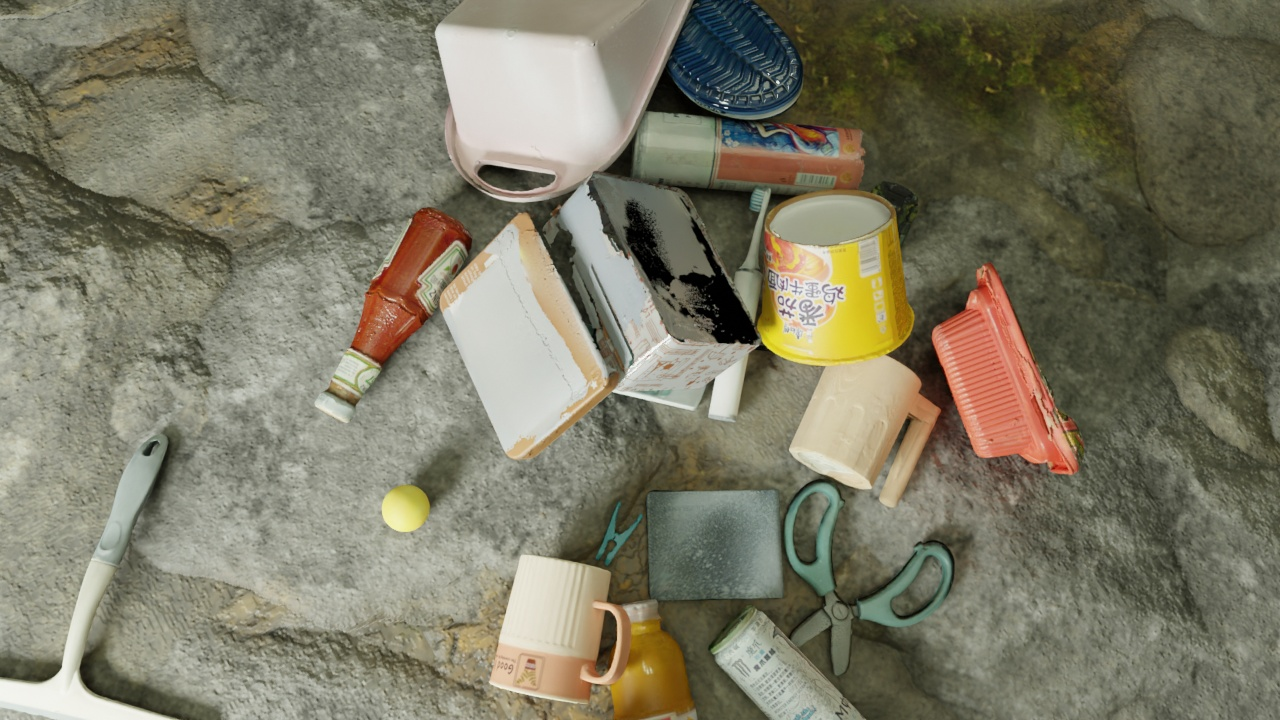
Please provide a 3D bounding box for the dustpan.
[{"bbox_3d":[-0.077,-0.284,0.880,0.223,0.139,0.272,16,49,26],"label":"dustpan"}]

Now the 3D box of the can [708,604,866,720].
[{"bbox_3d":[0.126,0.277,0.767,0.058,0.058,0.146,-43,82,-12],"label":"can"}]

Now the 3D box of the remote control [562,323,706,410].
[{"bbox_3d":[-0.005,0.005,0.845,0.135,0.019,0.056,14,75,0],"label":"remote control"}]

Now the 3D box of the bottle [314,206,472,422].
[{"bbox_3d":[-0.224,-0.041,0.825,0.060,0.060,0.205,27,77,3],"label":"bottle"}]

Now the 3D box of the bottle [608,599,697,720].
[{"bbox_3d":[0.012,0.294,0.751,0.068,0.068,0.189,-10,77,-6],"label":"bottle"}]

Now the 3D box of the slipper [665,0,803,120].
[{"bbox_3d":[0.063,-0.312,0.895,0.105,0.095,0.252,-34,63,4],"label":"slipper"}]

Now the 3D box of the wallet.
[{"bbox_3d":[0.065,0.163,0.813,0.121,0.019,0.097,0,74,-2],"label":"wallet"}]

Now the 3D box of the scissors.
[{"bbox_3d":[0.204,0.190,0.813,0.181,0.019,0.170,1,75,-4],"label":"scissors"}]

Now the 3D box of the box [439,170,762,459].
[{"bbox_3d":[-0.031,-0.037,0.807,0.209,0.157,0.180,-40,66,28],"label":"box"}]

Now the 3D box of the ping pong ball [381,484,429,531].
[{"bbox_3d":[-0.203,0.128,0.793,0.040,0.040,0.040,1,76,-3],"label":"ping pong ball"}]

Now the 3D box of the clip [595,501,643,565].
[{"bbox_3d":[-0.021,0.155,0.811,0.039,0.014,0.055,27,77,4],"label":"clip"}]

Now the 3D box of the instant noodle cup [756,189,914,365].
[{"bbox_3d":[0.166,-0.077,0.796,0.138,0.110,0.137,-8,33,5],"label":"instant noodle cup"}]

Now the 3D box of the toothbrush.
[{"bbox_3d":[0.095,-0.053,0.845,0.026,0.026,0.221,10,85,10],"label":"toothbrush"}]

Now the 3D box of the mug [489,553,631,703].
[{"bbox_3d":[-0.059,0.220,0.749,0.115,0.081,0.105,0,71,33],"label":"mug"}]

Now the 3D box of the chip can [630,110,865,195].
[{"bbox_3d":[0.100,-0.194,0.874,0.214,0.071,0.071,5,76,-3],"label":"chip can"}]

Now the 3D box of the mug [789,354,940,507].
[{"bbox_3d":[0.204,0.061,0.821,0.124,0.084,0.103,33,77,-22],"label":"mug"}]

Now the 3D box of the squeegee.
[{"bbox_3d":[-0.448,0.178,0.768,0.246,0.039,0.246,13,76,0],"label":"squeegee"}]

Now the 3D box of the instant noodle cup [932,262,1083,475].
[{"bbox_3d":[0.311,0.017,0.801,0.079,0.164,0.188,-21,77,16],"label":"instant noodle cup"}]

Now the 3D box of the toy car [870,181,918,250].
[{"bbox_3d":[0.228,-0.120,0.884,0.048,0.032,0.105,23,88,2],"label":"toy car"}]

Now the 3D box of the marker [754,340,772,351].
[{"bbox_3d":[0.129,-0.017,0.861,0.124,0.015,0.018,5,74,0],"label":"marker"}]
